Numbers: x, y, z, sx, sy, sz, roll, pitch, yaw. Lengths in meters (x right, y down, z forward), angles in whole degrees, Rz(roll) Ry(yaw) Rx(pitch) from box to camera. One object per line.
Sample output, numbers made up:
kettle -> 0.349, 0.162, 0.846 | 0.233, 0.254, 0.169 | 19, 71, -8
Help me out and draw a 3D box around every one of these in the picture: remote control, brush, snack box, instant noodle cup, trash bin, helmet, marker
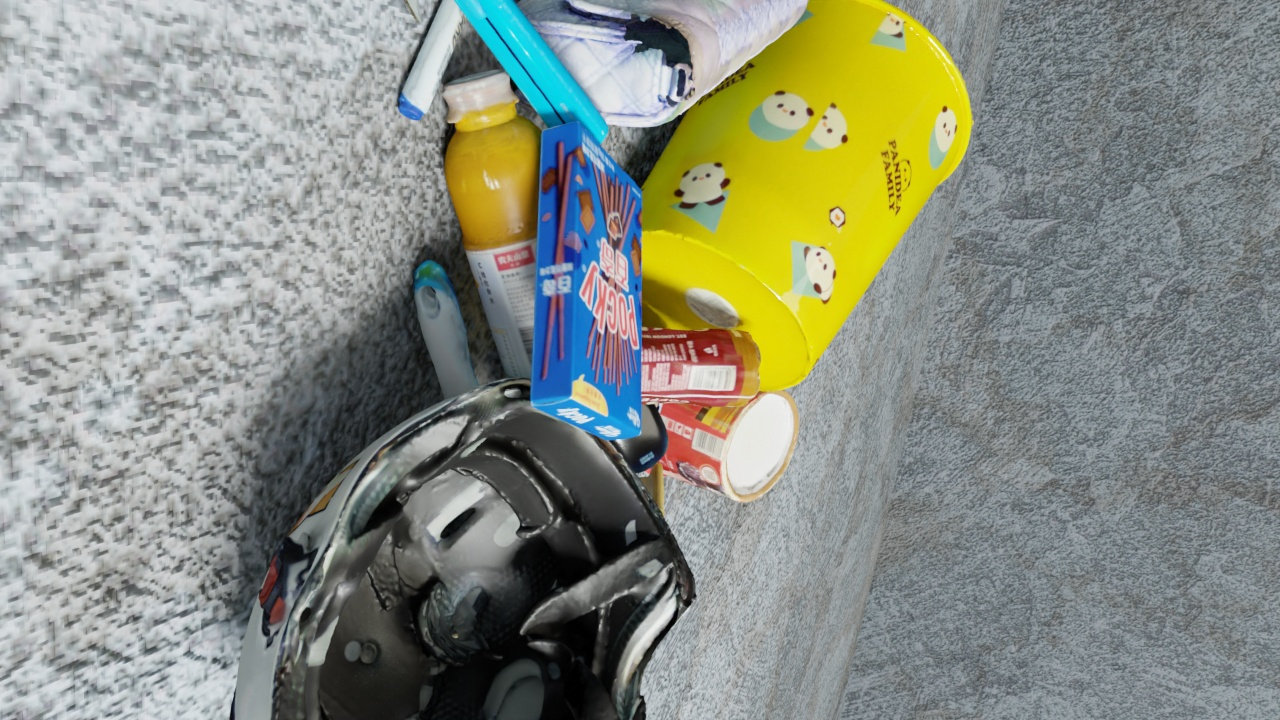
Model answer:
remote control -> -0.022, 0.026, 0.688 | 0.053, 0.024, 0.136 | -36, 106, -13
brush -> -0.091, 0.074, 0.615 | 0.109, 0.061, 0.315 | -50, 138, -63
snack box -> -0.027, -0.041, 0.505 | 0.084, 0.026, 0.157 | 34, 52, -60
instant noodle cup -> 0.072, 0.064, 0.853 | 0.137, 0.109, 0.138 | -21, 121, -38
trash bin -> 0.110, -0.130, 0.749 | 0.254, 0.230, 0.230 | -56, 150, -23
helmet -> -0.106, 0.146, 0.484 | 0.230, 0.157, 0.273 | 47, 49, -29
marker -> -0.097, -0.195, 0.492 | 0.017, 0.017, 0.145 | 41, 67, -64

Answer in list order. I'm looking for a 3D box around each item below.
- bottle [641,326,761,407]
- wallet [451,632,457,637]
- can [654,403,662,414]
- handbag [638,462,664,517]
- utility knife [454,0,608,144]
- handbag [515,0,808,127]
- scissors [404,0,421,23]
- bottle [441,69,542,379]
bottle -> -0.004, 0.004, 0.648 | 0.057, 0.174, 0.057 | -179, -89, -71
wallet -> -0.128, 0.237, 0.668 | 0.130, 0.035, 0.119 | 5, 103, -68
can -> -0.013, 0.025, 0.741 | 0.066, 0.066, 0.094 | 19, 87, -66
handbag -> -0.019, 0.184, 0.707 | 0.178, 0.063, 0.164 | -95, -169, -60
utility knife -> -0.082, -0.180, 0.443 | 0.238, 0.034, 0.018 | 46, 58, -49
handbag -> 0.012, -0.214, 0.574 | 0.193, 0.134, 0.076 | -51, 147, -44
scissors -> -0.134, -0.222, 0.400 | 0.163, 0.012, 0.163 | -47, 144, -47
bottle -> -0.070, -0.072, 0.540 | 0.067, 0.068, 0.190 | -45, 128, -48
